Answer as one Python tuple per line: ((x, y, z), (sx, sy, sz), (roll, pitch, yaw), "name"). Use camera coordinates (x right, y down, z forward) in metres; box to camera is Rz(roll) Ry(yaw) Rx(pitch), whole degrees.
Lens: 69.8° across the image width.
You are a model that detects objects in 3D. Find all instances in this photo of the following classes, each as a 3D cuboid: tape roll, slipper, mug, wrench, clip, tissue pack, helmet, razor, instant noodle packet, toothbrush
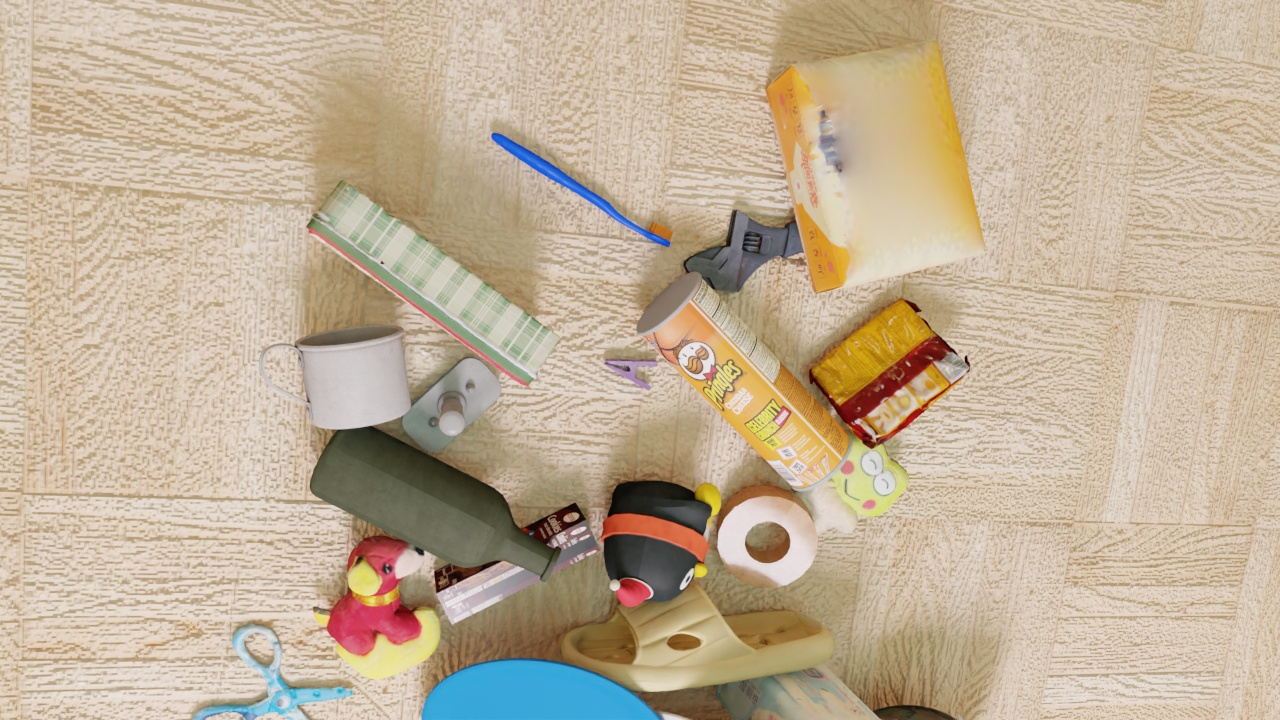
((0.120, 0.167, 0.871), (0.094, 0.027, 0.094), (1, 104, 3), "tape roll")
((0.059, 0.243, 0.840), (0.261, 0.111, 0.079), (2, 99, -18), "slipper")
((-0.242, 0.014, 0.732), (0.113, 0.084, 0.070), (-13, 105, -31), "mug")
((0.170, -0.119, 0.854), (0.273, 0.022, 0.073), (-13, 100, -12), "wrench")
((-0.007, 0.013, 0.835), (0.050, 0.014, 0.046), (-14, 105, -15), "clip")
((0.155, 0.332, 0.842), (0.112, 0.182, 0.070), (18, 94, -23), "tissue pack")
((0.283, 0.450, 0.881), (0.224, 0.193, 0.236), (-24, 72, -3), "helmet")
((-0.153, 0.042, 0.747), (0.088, 0.116, 0.047), (-43, 102, -5), "razor")
((0.237, 0.010, 0.870), (0.135, 0.040, 0.098), (-37, 77, -7), "instant noodle packet")
((-0.048, -0.149, 0.796), (0.182, 0.016, 0.018), (30, 85, -17), "toothbrush")

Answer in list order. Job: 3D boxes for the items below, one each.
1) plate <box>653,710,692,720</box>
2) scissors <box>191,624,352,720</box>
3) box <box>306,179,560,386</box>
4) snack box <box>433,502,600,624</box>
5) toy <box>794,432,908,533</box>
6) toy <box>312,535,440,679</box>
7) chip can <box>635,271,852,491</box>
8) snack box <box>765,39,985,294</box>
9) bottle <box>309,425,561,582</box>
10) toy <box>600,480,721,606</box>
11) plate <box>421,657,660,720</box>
((0.093, 0.391, 0.815), (0.242, 0.243, 0.016), (48, 56, -17), "plate")
((-0.327, 0.299, 0.799), (0.134, 0.012, 0.134), (-38, 108, -7), "scissors")
((-0.164, -0.059, 0.730), (0.205, 0.118, 0.050), (38, 83, -19), "box")
((-0.110, 0.178, 0.814), (0.140, 0.051, 0.032), (-25, 104, -10), "snack box")
((0.199, 0.123, 0.891), (0.115, 0.046, 0.092), (-37, 104, 2), "toy")
((-0.227, 0.213, 0.790), (0.105, 0.067, 0.137), (-3, 112, -12), "toy")
((0.096, 0.021, 0.830), (0.075, 0.075, 0.215), (-46, 107, -4), "chip can")
((0.209, -0.171, 0.809), (0.145, 0.081, 0.195), (-14, 92, -12), "snack box")
((-0.164, 0.123, 0.759), (0.207, 0.071, 0.071), (27, 91, -4), "bottle")
((0.012, 0.166, 0.812), (0.100, 0.098, 0.119), (14, 62, 2), "toy")
((-0.083, 0.332, 0.818), (0.224, 0.024, 0.225), (4, 124, 6), "plate")
